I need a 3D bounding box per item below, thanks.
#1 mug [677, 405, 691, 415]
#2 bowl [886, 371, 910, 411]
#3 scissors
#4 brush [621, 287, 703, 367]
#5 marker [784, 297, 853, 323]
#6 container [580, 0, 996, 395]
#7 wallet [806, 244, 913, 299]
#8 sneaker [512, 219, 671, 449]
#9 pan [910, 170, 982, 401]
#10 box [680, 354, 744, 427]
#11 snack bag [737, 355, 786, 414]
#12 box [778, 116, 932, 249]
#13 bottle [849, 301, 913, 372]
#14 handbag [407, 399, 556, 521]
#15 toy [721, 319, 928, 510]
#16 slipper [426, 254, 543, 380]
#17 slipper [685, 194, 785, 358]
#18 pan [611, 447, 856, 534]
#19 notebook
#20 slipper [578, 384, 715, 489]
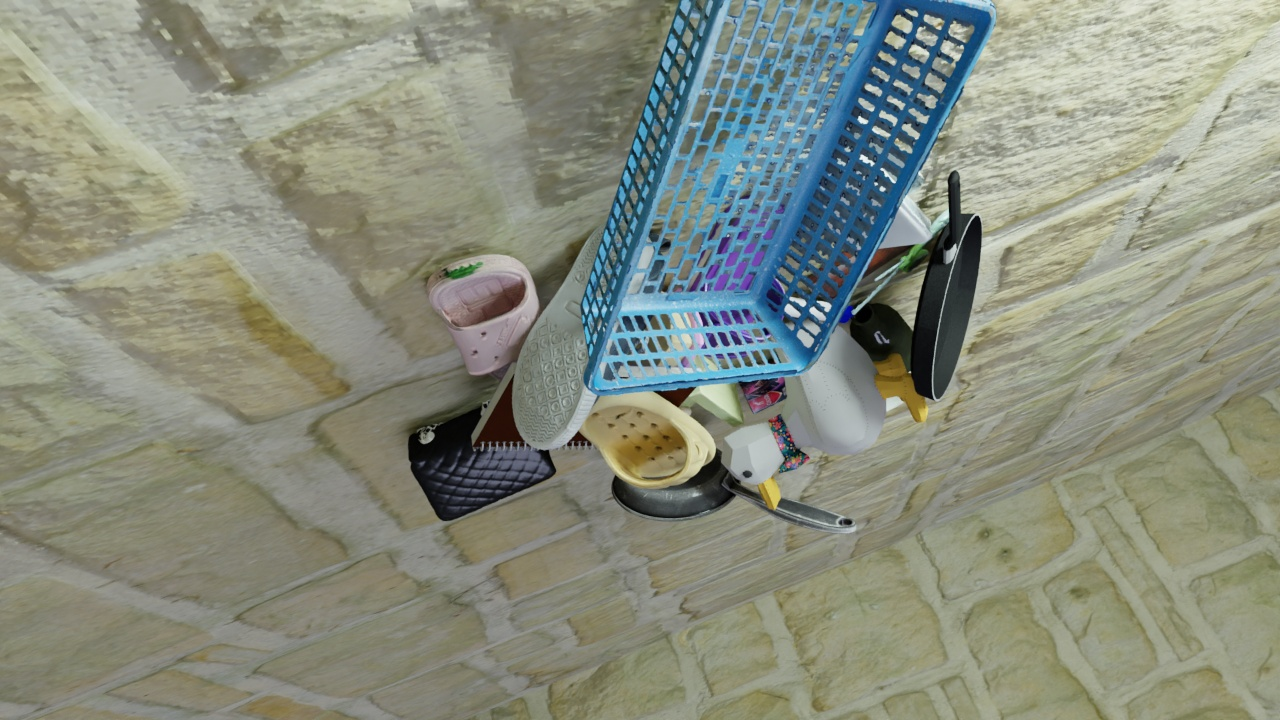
[{"bbox_3d":[0.012,0.086,1.196,0.120,0.096,0.099,-24,166,18],"label":"mug"},{"bbox_3d":[0.372,0.034,1.432,0.118,0.062,0.118,-18,153,-10],"label":"bowl"},{"bbox_3d":[0.315,-0.122,1.088,0.171,0.025,0.160,-28,162,-52],"label":"scissors"},{"bbox_3d":[-0.011,0.009,1.042,0.043,0.089,0.229,3,144,-35],"label":"brush"},{"bbox_3d":[0.201,-0.064,1.123,0.133,0.023,0.027,5,166,-30],"label":"marker"},{"bbox_3d":[0.093,-0.142,0.741,0.256,0.089,0.363,-5,133,-33],"label":"container"},{"bbox_3d":[0.260,-0.118,1.096,0.123,0.019,0.072,-36,152,25],"label":"wallet"},{"bbox_3d":[-0.042,-0.022,0.876,0.087,0.089,0.235,28,89,-59],"label":"sneaker"},{"bbox_3d":[0.346,-0.096,1.039,0.034,0.224,0.356,14,157,26],"label":"pan"},{"bbox_3d":[0.075,0.045,1.192,0.092,0.083,0.188,-35,153,14],"label":"box"},{"bbox_3d":[0.185,0.036,1.338,0.074,0.018,0.155,-26,156,5],"label":"snack bag"},{"bbox_3d":[0.220,-0.157,0.922,0.123,0.083,0.215,-41,150,26],"label":"box"},{"bbox_3d":[0.330,-0.035,1.254,0.072,0.071,0.206,-32,153,18],"label":"bottle"},{"bbox_3d":[-0.195,0.098,1.098,0.154,0.114,0.125,-21,131,4],"label":"handbag"},{"bbox_3d":[0.224,0.063,1.189,0.268,0.247,0.140,-16,-161,7],"label":"toy"},{"bbox_3d":[-0.134,-0.024,0.907,0.094,0.064,0.239,-22,156,-2],"label":"slipper"},{"bbox_3d":[0.112,-0.064,1.003,0.107,0.084,0.267,-13,153,-19],"label":"slipper"},{"bbox_3d":[0.127,0.184,1.297,0.186,0.357,0.055,-46,137,-53],"label":"pan"},{"bbox_3d":[-0.062,0.054,0.993,0.208,0.022,0.172,2,149,-25],"label":"notebook"},{"bbox_3d":[0.005,0.100,1.003,0.111,0.079,0.261,-19,150,17],"label":"slipper"}]
